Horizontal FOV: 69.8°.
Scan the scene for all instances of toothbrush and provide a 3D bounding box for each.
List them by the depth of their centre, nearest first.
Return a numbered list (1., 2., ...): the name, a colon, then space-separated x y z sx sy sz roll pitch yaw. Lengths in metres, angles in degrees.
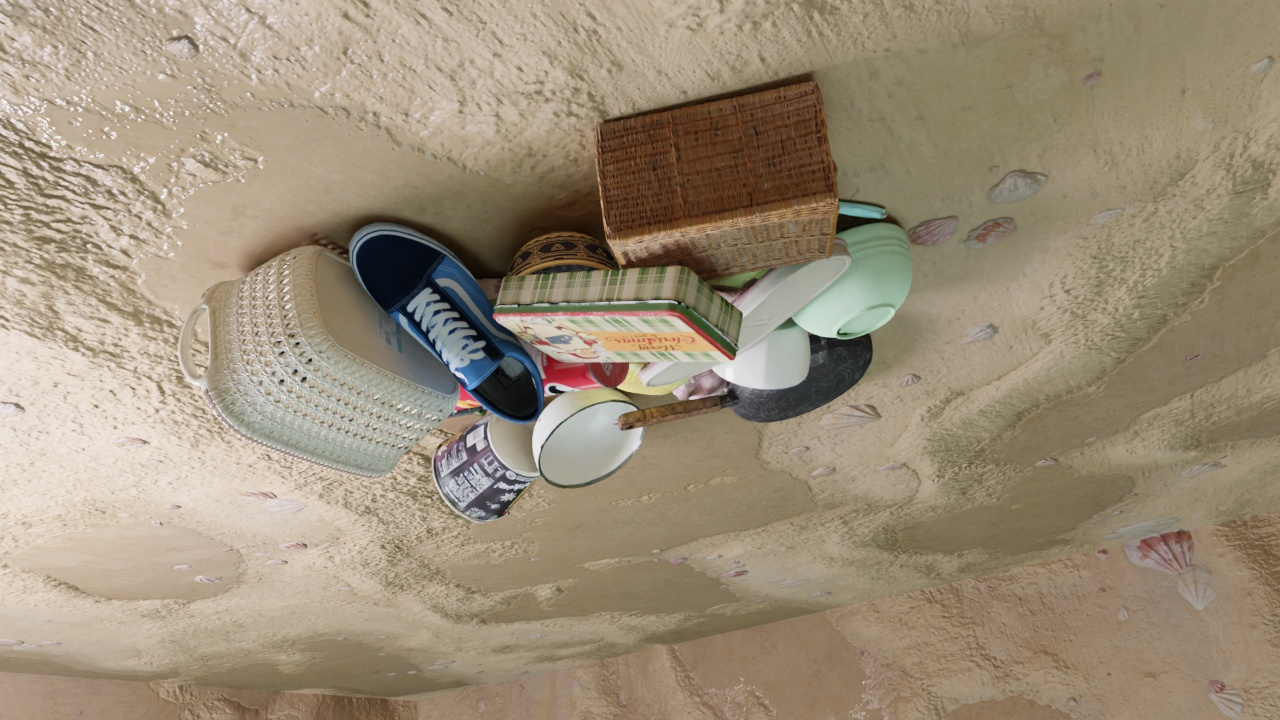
1. toothbrush: 0.163 -0.150 0.888 0.180 0.016 0.016 3 150 -21

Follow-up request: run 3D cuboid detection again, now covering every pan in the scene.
1. pan: 0.137 0.045 1.159 0.356 0.040 0.208 -15 154 -15

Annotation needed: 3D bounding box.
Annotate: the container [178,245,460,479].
1. container: -0.295 0.000 0.896 0.143 0.184 0.246 -30 148 19

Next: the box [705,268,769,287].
1. box: 0.060 -0.075 0.976 0.140 0.044 0.188 -10 164 -47

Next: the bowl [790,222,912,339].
1. bowl: 0.221 -0.072 0.962 0.151 0.077 0.151 -16 158 -7

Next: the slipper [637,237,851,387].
1. slipper: 0.094 -0.051 0.922 0.114 0.054 0.275 -4 155 -47

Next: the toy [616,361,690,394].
1. toy: -0.006 0.006 1.070 0.155 0.064 0.170 2 176 19

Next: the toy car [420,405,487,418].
1. toy car: -0.234 0.054 1.161 0.091 0.036 0.042 -5 153 -4

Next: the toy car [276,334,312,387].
1. toy car: -0.384 -0.001 1.017 0.046 0.034 0.112 7 150 -26

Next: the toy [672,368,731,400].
1. toy: 0.091 0.026 1.180 0.109 0.047 0.064 -2 157 -29

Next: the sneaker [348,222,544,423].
1. sneaker: -0.170 -0.031 0.860 0.083 0.098 0.241 -42 116 -1

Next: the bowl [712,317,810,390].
1. bowl: 0.137 -0.022 1.034 0.116 0.116 0.066 -1 118 -12

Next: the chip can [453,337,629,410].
1. chip can: -0.126 0.009 1.006 0.234 0.073 0.073 -10 156 35

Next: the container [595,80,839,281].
1. container: 0.066 -0.140 0.776 0.198 0.113 0.113 -9 158 7

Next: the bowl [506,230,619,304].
1. bowl: -0.076 -0.089 0.893 0.112 0.061 0.113 -6 153 -3

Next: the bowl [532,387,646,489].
1. bowl: -0.075 0.090 1.201 0.153 0.073 0.154 -19 136 -19

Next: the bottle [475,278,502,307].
1. bottle: -0.156 -0.059 0.944 0.146 0.051 0.051 1 152 -16

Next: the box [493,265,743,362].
1. box: -0.022 -0.037 0.812 0.206 0.049 0.117 0 162 33

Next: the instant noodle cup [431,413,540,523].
1. instant noodle cup: -0.194 0.136 1.237 0.137 0.137 0.113 19 134 -41
